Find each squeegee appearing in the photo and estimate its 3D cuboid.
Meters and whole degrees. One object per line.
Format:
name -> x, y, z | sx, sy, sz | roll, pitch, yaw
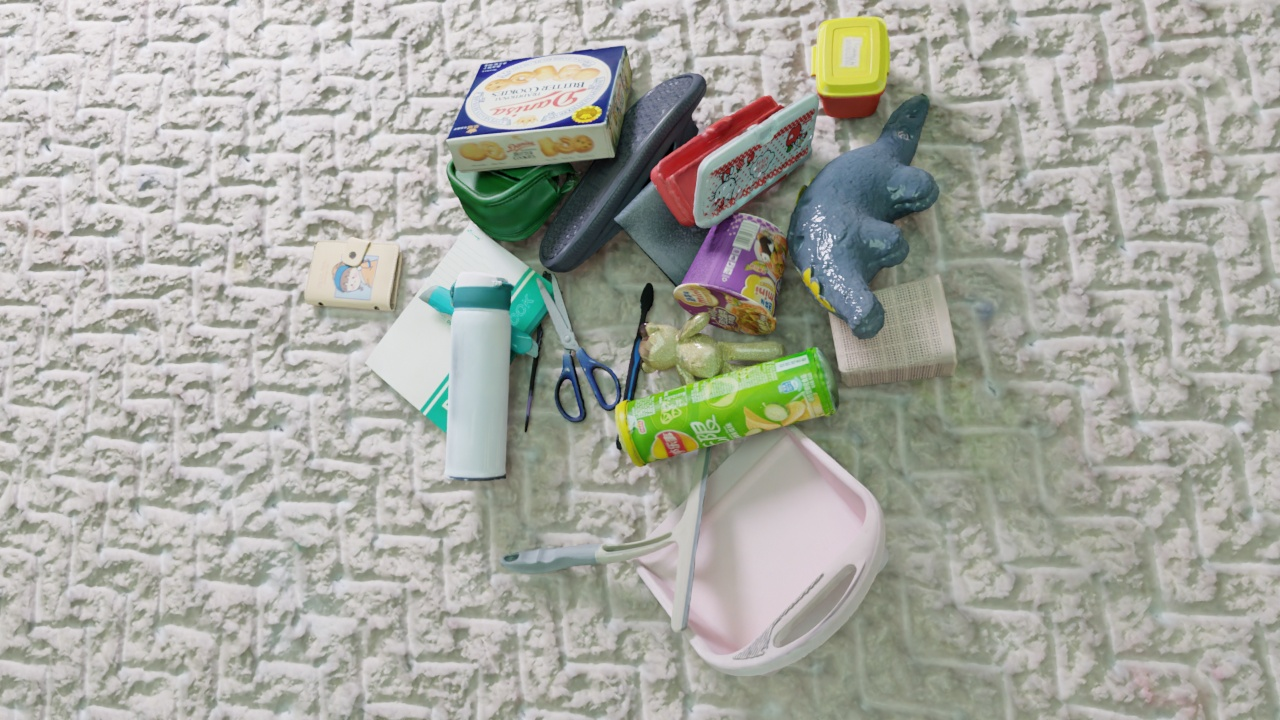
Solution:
squeegee -> -0.038, 0.196, 0.948 | 0.247, 0.039, 0.245 | -17, 36, 25

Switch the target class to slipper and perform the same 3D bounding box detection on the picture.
slipper -> -0.008, -0.199, 1.026 | 0.268, 0.083, 0.110 | -52, 31, 8

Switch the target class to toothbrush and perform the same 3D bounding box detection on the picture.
toothbrush -> -0.116, -0.011, 1.042 | 0.017, 0.014, 0.189 | 6, 79, 1
toothbrush -> -0.006, 0.006, 1.016 | 0.014, 0.016, 0.189 | 10, 83, 5

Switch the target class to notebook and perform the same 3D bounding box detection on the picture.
notebook -> -0.206, -0.036, 1.059 | 0.150, 0.012, 0.209 | 37, 90, 19

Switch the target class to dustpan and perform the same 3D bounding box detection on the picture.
dustpan -> 0.107, 0.162, 0.843 | 0.222, 0.139, 0.273 | -47, 50, -3

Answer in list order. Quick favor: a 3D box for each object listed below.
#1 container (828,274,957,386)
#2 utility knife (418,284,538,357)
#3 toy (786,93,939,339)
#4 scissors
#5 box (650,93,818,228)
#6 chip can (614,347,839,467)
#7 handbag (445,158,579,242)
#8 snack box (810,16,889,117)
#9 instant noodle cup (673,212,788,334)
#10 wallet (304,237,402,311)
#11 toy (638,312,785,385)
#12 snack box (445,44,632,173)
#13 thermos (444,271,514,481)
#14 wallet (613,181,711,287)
container -> 0.252, -0.024, 0.925 | 0.111, 0.090, 0.089 | -11, 76, 13
utility knife -> -0.182, -0.045, 1.041 | 0.161, 0.013, 0.029 | 29, 90, 14
toy -> 0.220, -0.147, 0.931 | 0.138, 0.091, 0.355 | -9, 43, 41
scissors -> -0.068, -0.018, 1.020 | 0.128, 0.012, 0.173 | 7, 89, 10
box -> 0.115, -0.214, 0.948 | 0.200, 0.092, 0.094 | -38, 98, -33
chip can -> 0.089, 0.048, 0.933 | 0.221, 0.072, 0.072 | -17, 75, 13
handbag -> -0.148, -0.204, 1.050 | 0.120, 0.068, 0.131 | -38, 48, -13
snack box -> 0.227, -0.315, 0.997 | 0.082, 0.080, 0.091 | 2, 78, 12
instant noodle cup -> 0.103, -0.094, 0.969 | 0.112, 0.111, 0.099 | 16, 72, 15
wallet -> -0.345, -0.106, 1.109 | 0.115, 0.024, 0.087 | 5, 84, 15
toy -> 0.075, -0.007, 0.979 | 0.157, 0.066, 0.105 | 8, 122, 10
snack box -> -0.109, -0.287, 1.040 | 0.178, 0.046, 0.182 | -4, 44, 11
thermos -> -0.178, 0.016, 0.998 | 0.073, 0.073, 0.224 | 2, 90, 13
wallet -> 0.042, -0.146, 0.995 | 0.097, 0.121, 0.019 | -46, 31, 1
